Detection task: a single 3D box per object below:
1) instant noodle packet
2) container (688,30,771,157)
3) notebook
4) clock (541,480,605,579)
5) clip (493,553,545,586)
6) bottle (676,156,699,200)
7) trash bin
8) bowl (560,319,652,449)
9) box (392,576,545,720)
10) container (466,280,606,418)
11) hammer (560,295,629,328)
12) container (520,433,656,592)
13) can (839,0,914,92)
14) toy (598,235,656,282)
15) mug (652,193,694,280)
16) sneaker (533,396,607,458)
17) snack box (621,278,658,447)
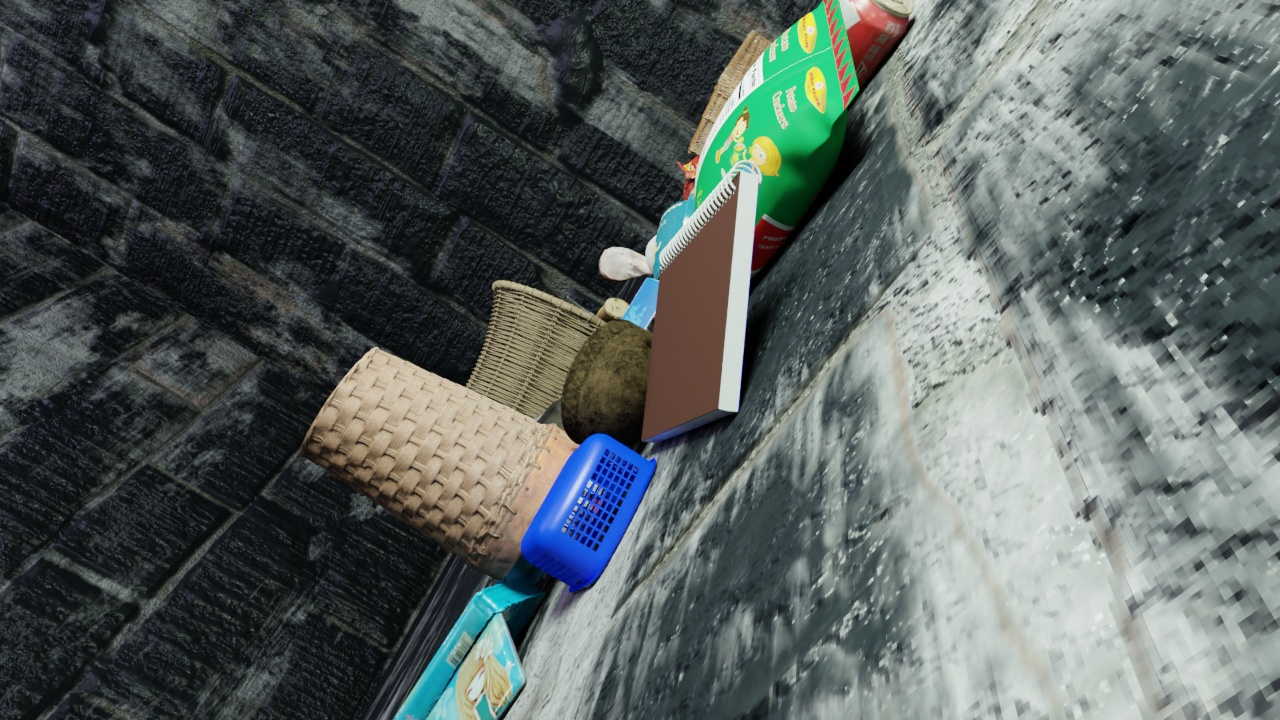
[{"bbox_3d":[0.105,-0.172,0.788,0.195,0.090,0.253,-84,21,-47],"label":"instant noodle packet"},{"bbox_3d":[0.145,-0.318,1.169,0.113,0.114,0.197,-58,4,38],"label":"container"},{"bbox_3d":[0.040,-0.033,0.695,0.209,0.022,0.171,142,136,-73],"label":"notebook"},{"bbox_3d":[-0.066,0.143,0.850,0.125,0.044,0.086,-53,8,40],"label":"clock"},{"bbox_3d":[-0.129,0.237,0.916,0.127,0.028,0.113,-54,-18,1],"label":"clip"},{"bbox_3d":[0.095,-0.234,1.236,0.099,0.099,0.111,-55,11,24],"label":"bottle"},{"bbox_3d":[-0.180,0.085,0.845,0.151,0.210,0.151,-57,5,8],"label":"trash bin"},{"bbox_3d":[-0.010,0.029,0.819,0.121,0.056,0.121,-34,-46,-43],"label":"bowl"},{"bbox_3d":[-0.172,0.305,0.793,0.227,0.074,0.180,-57,5,7],"label":"box"},{"bbox_3d":[-0.140,0.028,1.260,0.196,0.227,0.227,-65,7,-8],"label":"container"},{"bbox_3d":[-0.048,-0.059,1.287,0.033,0.132,0.330,-61,5,-5],"label":"hammer"},{"bbox_3d":[-0.045,0.118,0.731,0.114,0.058,0.096,-61,6,-27],"label":"container"},{"bbox_3d":[0.182,-0.277,0.867,0.171,0.067,0.067,-51,9,46],"label":"can"},{"bbox_3d":[0.051,-0.149,1.192,0.105,0.131,0.206,-41,-2,-46],"label":"toy"},{"bbox_3d":[0.054,-0.127,1.013,0.112,0.084,0.104,92,-170,-46],"label":"mug"},{"bbox_3d":[-0.103,0.124,1.064,0.235,0.095,0.119,-41,16,47],"label":"sneaker"},{"bbox_3d":[-0.005,0.005,0.902,0.154,0.033,0.088,-59,-32,-15],"label":"snack box"}]
